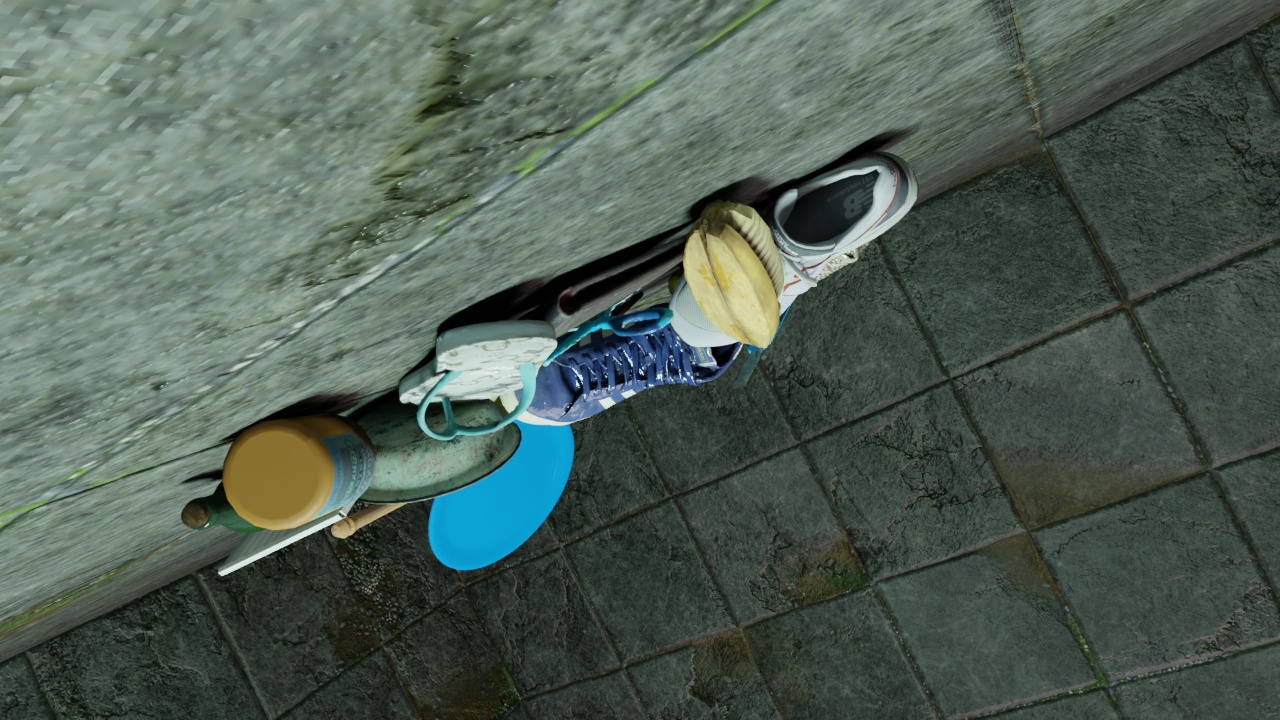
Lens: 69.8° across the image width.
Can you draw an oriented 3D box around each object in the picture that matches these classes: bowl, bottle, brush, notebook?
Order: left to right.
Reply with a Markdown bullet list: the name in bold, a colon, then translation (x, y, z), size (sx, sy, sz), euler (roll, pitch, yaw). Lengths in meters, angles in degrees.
- **bottle**: translation (-0.315, 0.112, 0.732), size (0.055, 0.055, 0.174), euler (-27, 178, 0)
- **notebook**: translation (-0.310, 0.124, 0.877), size (0.210, 0.009, 0.142), euler (-26, -153, 34)
- **bottle**: translation (-0.220, 0.071, 0.628), size (0.068, 0.068, 0.157), euler (-27, 179, -1)
- **bowl**: translation (-0.181, 0.063, 0.769), size (0.157, 0.038, 0.157), euler (-8, -158, 3)
- **brush**: translation (0.070, -0.055, 0.643), size (0.043, 0.059, 0.195), euler (-65, 159, -12)

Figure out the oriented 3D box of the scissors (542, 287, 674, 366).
- **scissors**: translation (-0.024, -0.033, 0.696), size (0.140, 0.011, 0.133), euler (1, -149, 43)

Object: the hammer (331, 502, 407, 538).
- **hammer**: translation (-0.266, 0.155, 1.115), size (0.163, 0.083, 0.317), euler (18, -164, 18)

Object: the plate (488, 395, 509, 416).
- **plate**: translation (-0.138, 0.047, 1.111), size (0.184, 0.036, 0.185), euler (-34, 151, -23)

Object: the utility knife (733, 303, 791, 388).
- **utility knife**: translation (0.115, -0.030, 0.817), size (0.031, 0.015, 0.220), euler (-32, -165, 33)

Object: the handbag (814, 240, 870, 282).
- **handbag**: translation (0.176, -0.110, 0.969), size (0.123, 0.047, 0.186), euler (-43, -172, -39)

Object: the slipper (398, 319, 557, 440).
- **slipper**: translation (-0.110, 0.022, 0.648), size (0.098, 0.054, 0.269), euler (-6, 171, -22)

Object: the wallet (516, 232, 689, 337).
- **wallet**: translation (-0.028, -0.050, 0.644), size (0.119, 0.031, 0.100), euler (-29, -177, -29)

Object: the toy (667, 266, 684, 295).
- **toy**: translation (0.085, -0.089, 0.905), size (0.138, 0.067, 0.105), euler (-11, -173, 41)

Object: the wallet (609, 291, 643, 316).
- **wallet**: translation (-0.053, -0.026, 0.962), size (0.115, 0.018, 0.092), euler (-38, 180, -25)

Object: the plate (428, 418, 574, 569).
- **plate**: translation (-0.170, 0.152, 1.113), size (0.223, 0.024, 0.225), euler (-34, 140, -34)

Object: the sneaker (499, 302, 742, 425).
- **sneaker**: translation (-0.005, 0.005, 0.870), size (0.232, 0.091, 0.119), euler (-21, -165, -32)

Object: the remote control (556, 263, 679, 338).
- **remote control**: translation (-0.027, -0.054, 0.809), size (0.150, 0.013, 0.034), euler (-27, -179, 45)

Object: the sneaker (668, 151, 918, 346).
- **sneaker**: translation (0.115, -0.095, 0.735), size (0.240, 0.089, 0.124), euler (-36, 173, 11)
